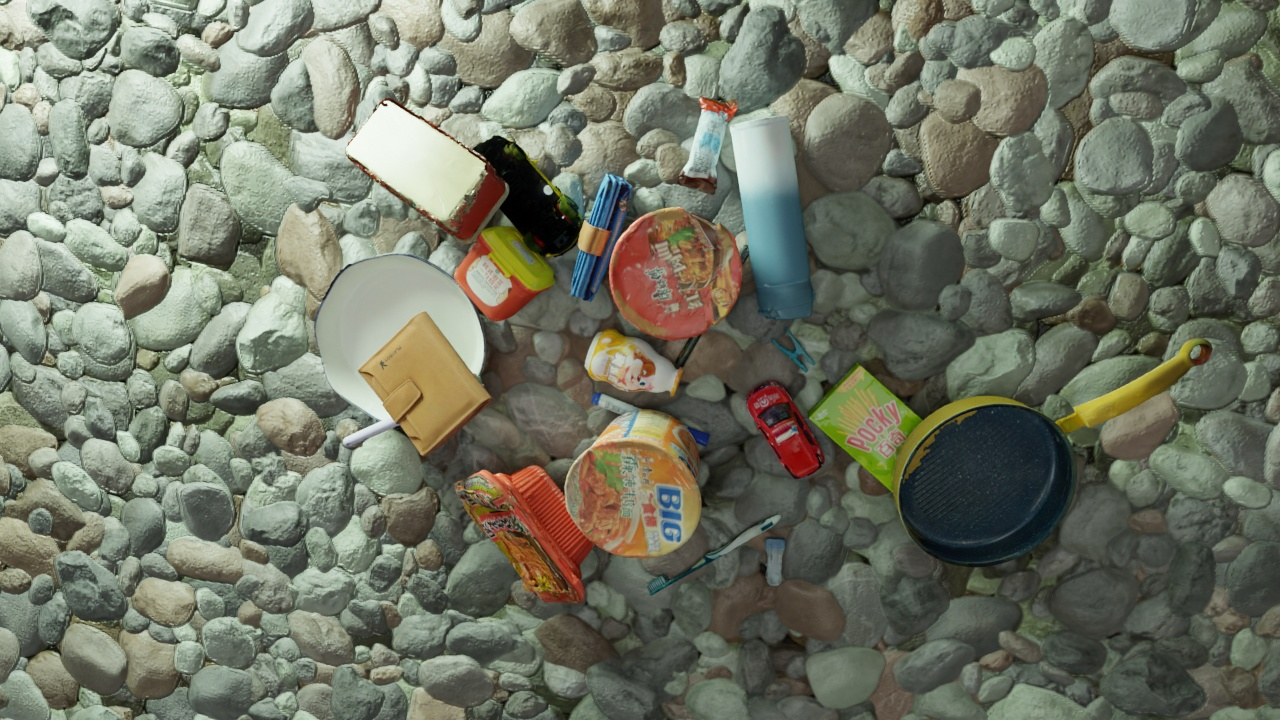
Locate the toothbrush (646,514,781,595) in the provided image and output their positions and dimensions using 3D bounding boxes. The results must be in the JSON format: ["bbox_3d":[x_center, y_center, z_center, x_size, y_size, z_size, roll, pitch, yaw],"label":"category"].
[{"bbox_3d":[0.087,0.233,1.108,0.192,0.016,0.018,-34,85,13],"label":"toothbrush"}]

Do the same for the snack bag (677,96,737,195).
[{"bbox_3d":[0.074,-0.237,1.005,0.045,0.026,0.105,13,104,-5],"label":"snack bag"}]

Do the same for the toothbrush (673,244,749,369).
[{"bbox_3d":[0.076,-0.050,1.048,0.012,0.017,0.186,29,104,-2],"label":"toothbrush"}]

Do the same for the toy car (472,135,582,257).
[{"bbox_3d":[-0.129,-0.186,1.034,0.071,0.041,0.156,-43,90,13],"label":"toy car"}]

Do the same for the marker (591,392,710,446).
[{"bbox_3d":[0.012,0.069,1.082,0.146,0.017,0.017,20,103,3],"label":"marker"}]

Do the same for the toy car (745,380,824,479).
[{"bbox_3d":[0.167,0.080,1.051,0.053,0.045,0.120,-32,94,11],"label":"toy car"}]

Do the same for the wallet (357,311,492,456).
[{"bbox_3d":[-0.245,0.027,1.039,0.108,0.031,0.132,-40,79,10],"label":"wallet"}]

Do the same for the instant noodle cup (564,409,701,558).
[{"bbox_3d":[0.000,0.131,1.038,0.151,0.111,0.151,4,112,10],"label":"instant noodle cup"}]

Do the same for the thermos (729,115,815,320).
[{"bbox_3d":[0.145,-0.151,0.996,0.070,0.070,0.220,-9,101,9],"label":"thermos"}]

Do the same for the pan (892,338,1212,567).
[{"bbox_3d":[0.437,0.088,0.984,0.358,0.078,0.197,-41,107,10],"label":"pan"}]

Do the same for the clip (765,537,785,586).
[{"bbox_3d":[0.160,0.240,1.097,0.024,0.028,0.057,5,93,5],"label":"clip"}]

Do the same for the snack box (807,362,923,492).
[{"bbox_3d":[0.276,0.084,1.046,0.156,0.026,0.086,42,103,-2],"label":"snack box"}]

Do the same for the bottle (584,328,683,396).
[{"bbox_3d":[-0.006,0.006,1.046,0.108,0.063,0.063,20,103,4],"label":"bottle"}]

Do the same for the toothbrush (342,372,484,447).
[{"bbox_3d":[-0.269,0.060,1.070,0.189,0.021,0.029,-25,130,13],"label":"toothbrush"}]

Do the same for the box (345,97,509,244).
[{"bbox_3d":[-0.236,-0.207,0.991,0.168,0.078,0.091,35,87,20],"label":"box"}]

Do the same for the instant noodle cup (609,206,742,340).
[{"bbox_3d":[0.033,-0.100,0.988,0.138,0.108,0.138,-1,106,-2],"label":"instant noodle cup"}]

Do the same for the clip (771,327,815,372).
[{"bbox_3d":[0.175,-0.010,1.046,0.041,0.014,0.056,-41,92,14],"label":"clip"}]

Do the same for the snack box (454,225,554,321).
[{"bbox_3d":[-0.157,-0.096,1.039,0.080,0.081,0.091,-42,87,21],"label":"snack box"}]

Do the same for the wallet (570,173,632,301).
[{"bbox_3d":[-0.047,-0.136,1.001,0.040,0.106,0.133,16,104,-8],"label":"wallet"}]

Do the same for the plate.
[{"bbox_3d":[-0.279,-0.026,1.086,0.205,0.045,0.205,1,101,7],"label":"plate"}]

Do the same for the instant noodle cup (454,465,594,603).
[{"bbox_3d":[-0.126,0.194,1.066,0.079,0.165,0.189,-38,96,-26],"label":"instant noodle cup"}]
